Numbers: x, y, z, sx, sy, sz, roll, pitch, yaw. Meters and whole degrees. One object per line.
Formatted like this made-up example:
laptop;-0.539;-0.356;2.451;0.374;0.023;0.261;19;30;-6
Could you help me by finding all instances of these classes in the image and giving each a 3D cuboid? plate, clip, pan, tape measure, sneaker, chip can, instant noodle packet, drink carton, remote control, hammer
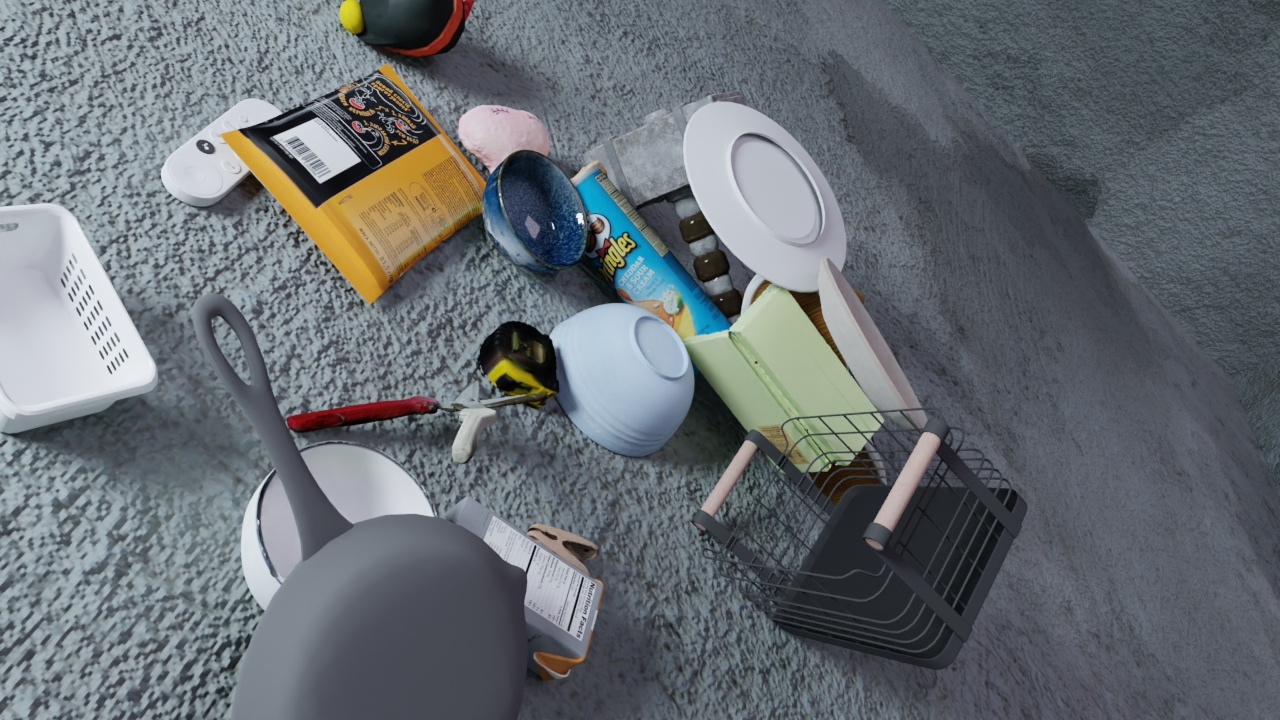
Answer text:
plate;0.127;-0.161;0.873;0.208;0.015;0.208;20;55;-31
clip;-0.061;0.150;0.698;0.060;0.024;0.041;24;41;-18
pan;-0.149;0.128;0.495;0.215;0.024;0.355;-37;114;-45
tape measure;-0.101;-0.003;0.771;0.062;0.038;0.067;23;45;-33
sneaker;0.189;0.014;0.968;0.127;0.121;0.295;-80;148;-59
plate;0.202;-0.006;0.822;0.189;0.027;0.188;50;19;-25
chip can;0.002;-0.091;0.928;0.229;0.080;0.079;50;36;-5
instant noodle packet;-0.221;-0.158;0.776;0.160;0.032;0.220;51;35;-12
drink carton;-0.091;0.159;0.635;0.125;0.049;0.076;38;38;-18
remote control;-0.312;-0.160;0.698;0.043;0.013;0.136;39;38;-17
hammer;0.073;-0.111;0.990;0.079;0.177;0.326;-31;103;-54

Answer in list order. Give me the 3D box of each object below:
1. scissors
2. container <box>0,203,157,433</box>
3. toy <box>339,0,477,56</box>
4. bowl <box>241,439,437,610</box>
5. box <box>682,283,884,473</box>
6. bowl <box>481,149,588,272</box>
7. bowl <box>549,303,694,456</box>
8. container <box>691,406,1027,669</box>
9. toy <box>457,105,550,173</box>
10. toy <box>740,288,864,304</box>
scissors;-0.137;0.041;0.642;0.198;0.179;0.015;-5;104;-34
container;-0.342;-0.020;0.515;0.080;0.050;0.129;-21;76;-53
toy;-0.217;-0.342;0.893;0.119;0.100;0.097;10;94;-72
bowl;-0.187;0.113;0.556;0.116;0.066;0.116;28;43;-29
box;0.138;0.029;0.879;0.188;0.131;0.064;52;24;-21
bowl;-0.108;-0.130;0.846;0.114;0.061;0.114;28;54;-46
bowl;-0.005;0.005;0.838;0.150;0.075;0.150;27;42;-28
container;0.174;0.136;0.767;0.130;0.242;0.162;44;66;-17
toy;-0.127;-0.202;0.907;0.108;0.053;0.105;-13;84;-53
toy;0.180;-0.070;1.096;0.108;0.134;0.106;-26;103;-27
